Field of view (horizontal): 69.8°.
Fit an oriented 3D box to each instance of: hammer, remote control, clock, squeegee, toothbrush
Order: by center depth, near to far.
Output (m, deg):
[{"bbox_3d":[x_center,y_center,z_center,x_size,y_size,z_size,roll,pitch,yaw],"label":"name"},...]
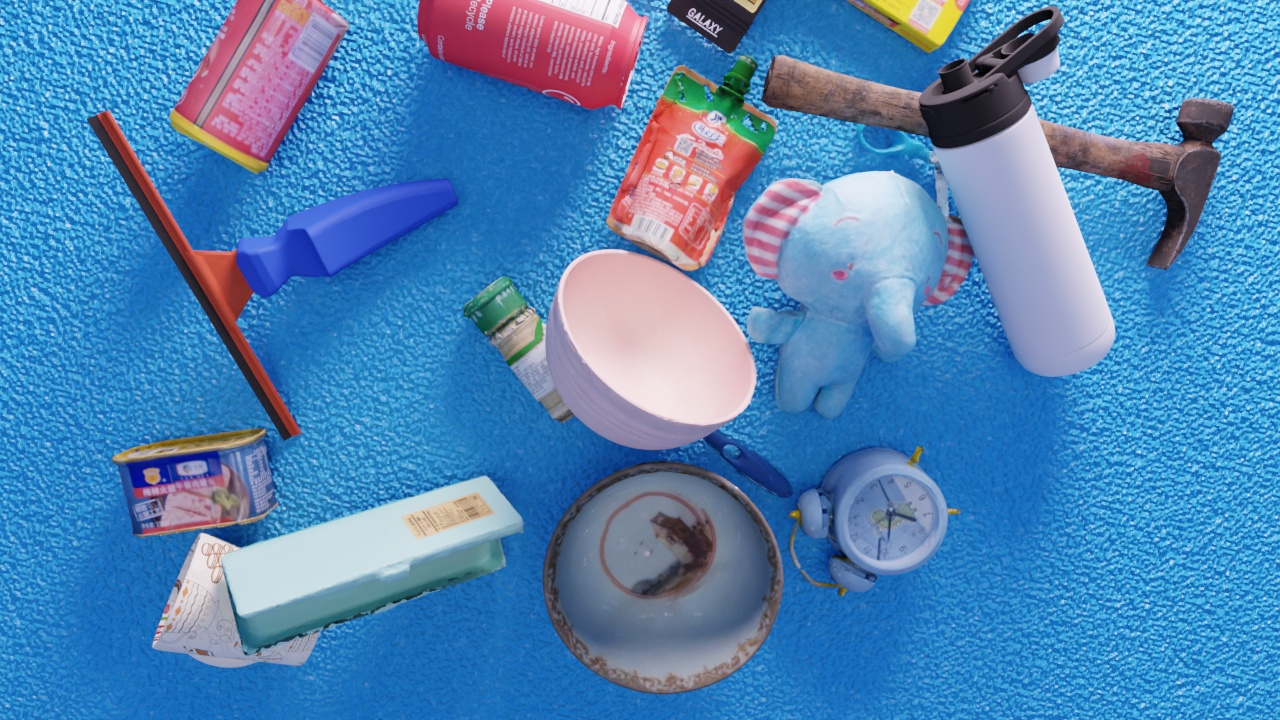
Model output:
[{"bbox_3d":[0.076,-0.282,0.623,0.058,0.013,0.134,32,114,-5],"label":"remote control"},{"bbox_3d":[-0.216,-0.084,0.633,0.184,0.055,0.250,-23,122,-7],"label":"squeegee"},{"bbox_3d":[0.246,-0.153,0.646,0.330,0.033,0.120,11,101,-6],"label":"hammer"},{"bbox_3d":[0.167,0.119,0.675,0.124,0.051,0.089,-32,98,1],"label":"clock"},{"bbox_3d":[0.061,0.063,0.685,0.132,0.016,0.021,36,95,-8],"label":"toothbrush"}]

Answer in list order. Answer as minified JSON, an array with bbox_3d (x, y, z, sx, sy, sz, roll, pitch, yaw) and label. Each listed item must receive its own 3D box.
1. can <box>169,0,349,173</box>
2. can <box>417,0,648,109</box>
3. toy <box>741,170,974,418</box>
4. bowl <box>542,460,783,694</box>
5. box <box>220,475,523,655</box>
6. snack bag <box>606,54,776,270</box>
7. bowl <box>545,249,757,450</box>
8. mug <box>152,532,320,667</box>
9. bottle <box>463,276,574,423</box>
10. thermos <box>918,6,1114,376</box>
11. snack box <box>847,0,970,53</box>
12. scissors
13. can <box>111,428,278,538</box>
[{"bbox_3d":[-0.255,-0.195,0.617,0.066,0.066,0.124,32,94,-5],"label":"can"},{"bbox_3d":[-0.072,-0.221,0.616,0.142,0.074,0.074,17,95,-4],"label":"can"},{"bbox_3d":[0.146,-0.040,0.629,0.183,0.115,0.181,8,104,-25],"label":"toy"},{"bbox_3d":[0.014,0.140,0.651,0.160,0.094,0.160,0,97,-2],"label":"bowl"},{"bbox_3d":[-0.173,0.137,0.611,0.188,0.092,0.077,-13,95,-27],"label":"box"},{"bbox_3d":[0.042,-0.146,0.650,0.087,0.044,0.155,27,91,-10],"label":"snack bag"},{"bbox_3d":[-0.004,0.004,0.624,0.153,0.152,0.076,33,128,-5],"label":"bowl"},{"bbox_3d":[-0.289,0.189,0.659,0.097,0.081,0.122,24,122,-23],"label":"mug"},{"bbox_3d":[-0.079,-0.007,0.658,0.042,0.042,0.110,-38,97,2],"label":"bottle"},{"bbox_3d":[0.267,-0.104,0.615,0.101,0.068,0.230,-29,113,5],"label":"thermos"},{"bbox_3d":[0.165,-0.289,0.642,0.152,0.025,0.075,31,95,-5],"label":"snack box"},{"bbox_3d":[0.224,-0.155,0.664,0.130,0.014,0.117,40,92,-6],"label":"scissors"},{"bbox_3d":[-0.316,0.086,0.655,0.100,0.054,0.059,-7,99,-1],"label":"can"}]
